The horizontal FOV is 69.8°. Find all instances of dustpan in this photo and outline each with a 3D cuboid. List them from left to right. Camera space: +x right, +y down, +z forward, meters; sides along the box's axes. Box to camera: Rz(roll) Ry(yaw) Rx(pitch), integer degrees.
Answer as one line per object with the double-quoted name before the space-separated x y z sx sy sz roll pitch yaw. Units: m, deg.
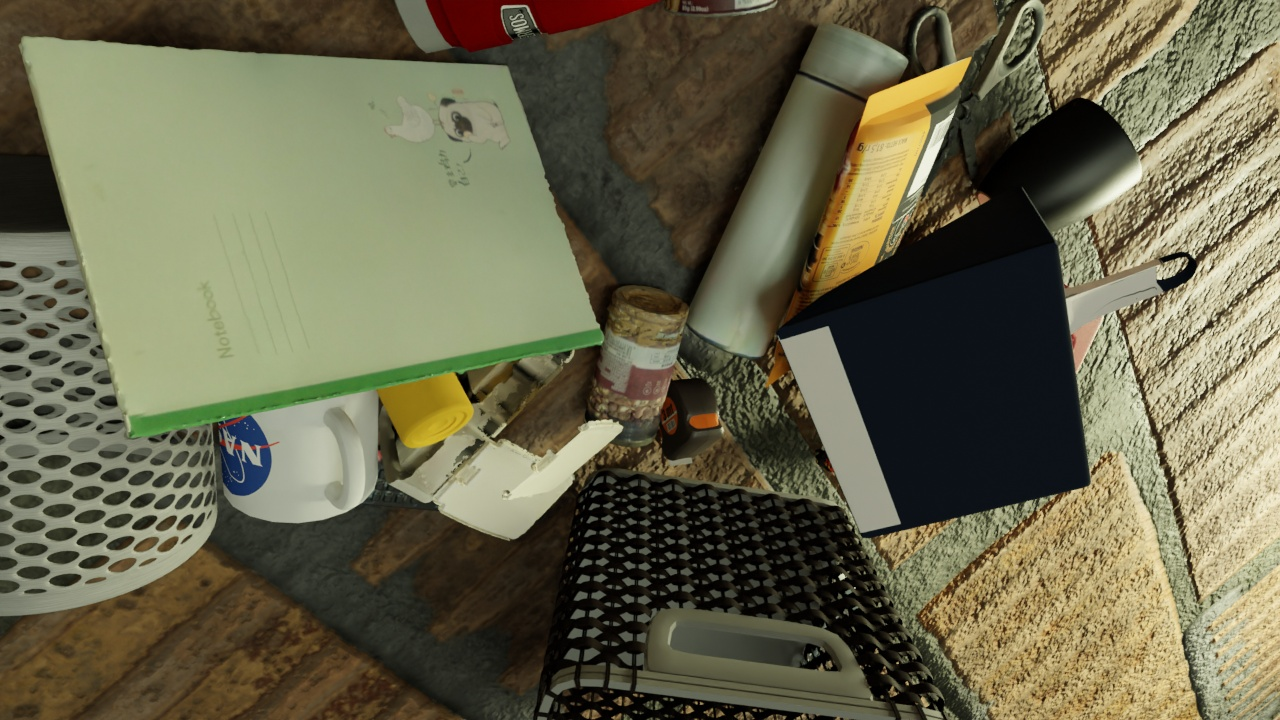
"dustpan" 0.255 -0.004 0.641 0.273 0.080 0.236 -17 130 15

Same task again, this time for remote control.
"remote control" -0.135 0.087 0.669 0.150 0.022 0.047 11 112 -29

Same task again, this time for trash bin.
"trash bin" -0.298 0.003 0.458 0.156 0.156 0.183 -1 115 -26

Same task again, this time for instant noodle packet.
"instant noodle packet" 0.160 -0.096 0.649 0.159 0.032 0.221 -31 145 -44

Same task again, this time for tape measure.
"tape measure" 0.038 0.043 0.706 0.038 0.058 0.058 -6 158 -25

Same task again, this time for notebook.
"notebook" -0.143 -0.073 0.460 0.251 0.010 0.182 -12 79 -42

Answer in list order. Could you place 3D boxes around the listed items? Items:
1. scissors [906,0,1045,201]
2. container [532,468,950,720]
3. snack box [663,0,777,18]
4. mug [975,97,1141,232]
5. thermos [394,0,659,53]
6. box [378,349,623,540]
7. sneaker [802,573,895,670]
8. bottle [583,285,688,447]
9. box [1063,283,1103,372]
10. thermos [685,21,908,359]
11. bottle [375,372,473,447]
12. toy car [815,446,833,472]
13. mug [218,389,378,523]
"scissors" 0.248 -0.207 0.697 0.157 0.012 0.171 31 100 -35
"container" 0.046 0.246 0.667 0.247 0.243 0.246 9 115 -5
"snack box" 0.044 -0.266 0.525 0.072 0.072 0.121 -16 124 -18
"mug" 0.330 -0.140 0.744 0.100 0.085 0.119 -35 157 9
"thermos" -0.027 -0.228 0.468 0.199 0.084 0.108 -10 91 7
"box" -0.072 0.056 0.572 0.143 0.187 0.105 -45 123 10
"sneaker" 0.123 0.265 0.855 0.235 0.087 0.089 -12 121 -20
"bottle" -0.004 0.004 0.663 0.056 0.056 0.105 1 116 -27
"box" 0.257 -0.003 0.717 0.157 0.087 0.129 -4 124 -24
"thermos" 0.106 -0.115 0.645 0.067 0.068 0.230 14 110 -32
"bottle" -0.147 -0.021 0.531 0.043 0.143 0.043 -28 163 -10
"toy car" 0.204 0.081 0.816 0.100 0.049 0.051 7 113 -30
"mug" -0.197 0.042 0.549 0.090 0.121 0.090 -16 125 -41
